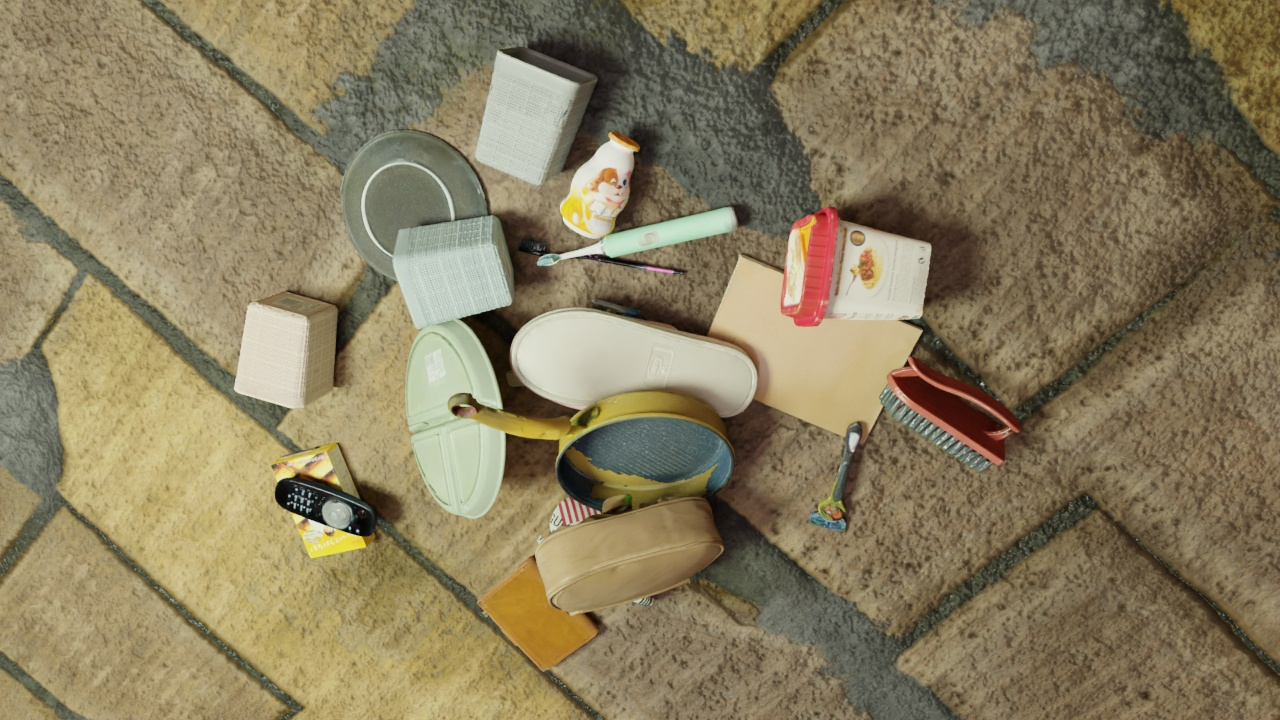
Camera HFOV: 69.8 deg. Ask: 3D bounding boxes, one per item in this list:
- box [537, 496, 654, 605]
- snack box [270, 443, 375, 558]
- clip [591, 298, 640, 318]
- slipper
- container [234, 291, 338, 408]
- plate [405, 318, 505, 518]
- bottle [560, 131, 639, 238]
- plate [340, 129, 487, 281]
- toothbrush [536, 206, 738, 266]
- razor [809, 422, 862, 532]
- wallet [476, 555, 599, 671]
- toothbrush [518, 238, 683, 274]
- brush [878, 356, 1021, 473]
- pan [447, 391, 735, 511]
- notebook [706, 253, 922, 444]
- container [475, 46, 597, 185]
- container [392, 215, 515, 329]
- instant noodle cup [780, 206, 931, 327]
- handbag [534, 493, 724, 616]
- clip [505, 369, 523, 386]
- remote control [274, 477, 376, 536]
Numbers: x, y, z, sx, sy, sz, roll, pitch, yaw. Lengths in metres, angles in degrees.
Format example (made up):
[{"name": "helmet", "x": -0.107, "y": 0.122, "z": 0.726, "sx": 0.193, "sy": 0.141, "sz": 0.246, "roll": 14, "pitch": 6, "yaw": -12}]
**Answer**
[{"name": "box", "x": -0.041, "y": 0.235, "z": 1.127, "sx": 0.162, "sy": 0.075, "sz": 0.085, "roll": 32, "pitch": 78, "yaw": 2}, {"name": "snack box", "x": -0.409, "y": 0.182, "z": 1.185, "sx": 0.087, "sy": 0.033, "sz": 0.140, "roll": -13, "pitch": 107, "yaw": 16}, {"name": "clip", "x": -0.029, "y": -0.053, "z": 1.032, "sx": 0.057, "sy": 0.024, "sz": 0.028, "roll": 6, "pitch": 106, "yaw": 13}, {"name": "slipper", "x": -0.006, "y": 0.006, "z": 1.009, "sx": 0.274, "sy": 0.054, "sz": 0.114, "roll": 7, "pitch": 97, "yaw": -8}, {"name": "container", "x": -0.416, "y": -0.016, "z": 1.090, "sx": 0.090, "sy": 0.090, "sz": 0.111, "roll": 16, "pitch": 108, "yaw": 6}, {"name": "plate", "x": -0.214, "y": 0.066, "z": 1.028, "sx": 0.230, "sy": 0.027, "sz": 0.230, "roll": 15, "pitch": 109, "yaw": 52}, {"name": "bottle", "x": -0.040, "y": -0.185, "z": 0.967, "sx": 0.063, "sy": 0.063, "sz": 0.109, "roll": 29, "pitch": 112, "yaw": 1}, {"name": "plate", "x": -0.261, "y": -0.169, "z": 1.040, "sx": 0.179, "sy": 0.024, "sz": 0.179, "roll": 3, "pitch": 109, "yaw": 10}, {"name": "toothbrush", "x": -0.006, "y": -0.130, "z": 0.993, "sx": 0.225, "sy": 0.027, "sz": 0.026, "roll": -11, "pitch": 104, "yaw": 12}, {"name": "razor", "x": 0.228, "y": 0.135, "z": 1.040, "sx": 0.043, "sy": 0.022, "sz": 0.143, "roll": 13, "pitch": 114, "yaw": 5}, {"name": "wallet", "x": -0.138, "y": 0.332, "z": 1.179, "sx": 0.119, "sy": 0.035, "sz": 0.130, "roll": -40, "pitch": 95, "yaw": 20}, {"name": "toothbrush", "x": -0.044, "y": -0.114, "z": 1.020, "sx": 0.189, "sy": 0.014, "sz": 0.018, "roll": 9, "pitch": 98, "yaw": 7}, {"name": "brush", "x": 0.326, "y": 0.051, "z": 0.971, "sx": 0.146, "sy": 0.063, "sz": 0.069, "roll": 32, "pitch": 126, "yaw": -2}, {"name": "pan", "x": -0.050, "y": 0.087, "z": 0.962, "sx": 0.357, "sy": 0.078, "sz": 0.198, "roll": 31, "pitch": 129, "yaw": -34}, {"name": "notebook", "x": 0.179, "y": -0.010, "z": 1.011, "sx": 0.211, "sy": 0.012, "sz": 0.150, "roll": 23, "pitch": 112, "yaw": 3}, {"name": "container", "x": -0.110, "y": -0.251, "z": 0.948, "sx": 0.090, "sy": 0.090, "sz": 0.114, "roll": 23, "pitch": 114, "yaw": 4}, {"name": "container", "x": -0.200, "y": -0.101, "z": 1.001, "sx": 0.111, "sy": 0.090, "sz": 0.090, "roll": -12, "pitch": 125, "yaw": 0}, {"name": "instant noodle cup", "x": 0.215, "y": -0.087, "z": 0.923, "sx": 0.124, "sy": 0.116, "sz": 0.116, "roll": 7, "pitch": 91, "yaw": -4}, {"name": "handbag", "x": -0.015, "y": 0.213, "z": 1.024, "sx": 0.204, "sy": 0.099, "sz": 0.148, "roll": -11, "pitch": 149, "yaw": -15}, {"name": "clip", "x": -0.111, "y": 0.018, "z": 1.053, "sx": 0.099, "sy": 0.098, "sz": 0.035, "roll": -12, "pitch": 106, "yaw": 4}, {"name": "remote control", "x": -0.391, "y": 0.181, "z": 1.150, "sx": 0.136, "sy": 0.024, "sz": 0.053, "roll": 19, "pitch": 110, "yaw": 4}]
